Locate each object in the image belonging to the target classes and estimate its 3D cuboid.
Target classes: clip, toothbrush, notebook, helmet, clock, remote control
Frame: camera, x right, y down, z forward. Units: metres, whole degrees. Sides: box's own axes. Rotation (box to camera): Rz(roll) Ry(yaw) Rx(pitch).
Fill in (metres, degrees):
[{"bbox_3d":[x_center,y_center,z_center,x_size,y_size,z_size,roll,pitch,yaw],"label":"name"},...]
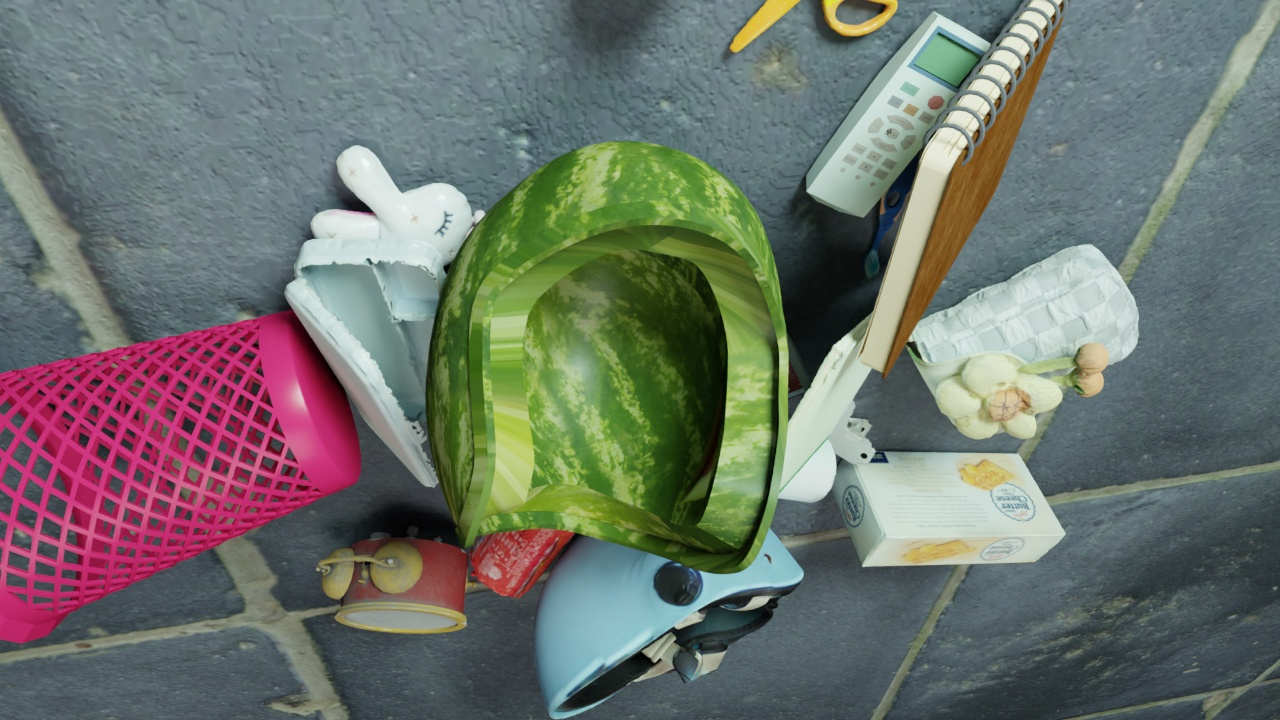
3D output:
[{"bbox_3d":[0.195,0.074,0.869,0.054,0.038,0.102,15,133,-12],"label":"clip"},{"bbox_3d":[0.182,-0.112,0.669,0.021,0.017,0.135,-1,137,-6],"label":"toothbrush"},{"bbox_3d":[0.139,0.031,0.671,0.251,0.010,0.182,-30,150,-57],"label":"notebook"},{"bbox_3d":[0.008,0.219,0.854,0.265,0.167,0.226,-24,154,-29],"label":"helmet"},{"bbox_3d":[-0.225,0.196,0.845,0.117,0.081,0.159,-11,151,22],"label":"clock"},{"bbox_3d":[0.198,-0.115,0.553,0.024,0.224,0.168,26,142,20],"label":"notebook"},{"bbox_3d":[-0.020,-0.004,0.566,0.213,0.247,0.243,9,177,-15],"label":"helmet"},{"bbox_3d":[0.165,-0.158,0.605,0.049,0.024,0.144,20,130,-20],"label":"remote control"}]

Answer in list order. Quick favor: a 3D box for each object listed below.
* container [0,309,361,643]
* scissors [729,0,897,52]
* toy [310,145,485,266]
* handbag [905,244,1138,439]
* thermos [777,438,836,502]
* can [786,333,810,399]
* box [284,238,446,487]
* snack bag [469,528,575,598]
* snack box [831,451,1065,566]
[{"bbox_3d":[-0.321,0.060,0.619,0.225,0.183,0.183,-19,139,-6],"label":"container"},{"bbox_3d":[0.100,-0.227,0.525,0.125,0.011,0.129,4,134,-21],"label":"scissors"},{"bbox_3d":[-0.142,-0.086,0.594,0.125,0.037,0.076,18,128,-30],"label":"toy"},{"bbox_3d":[0.317,-0.009,0.741,0.172,0.123,0.112,-30,121,16],"label":"handbag"},{"bbox_3d":[0.064,0.082,0.813,0.229,0.067,0.068,10,133,-25],"label":"thermos"},{"bbox_3d":[0.087,0.018,0.758,0.097,0.054,0.054,-25,137,12],"label":"can"},{"bbox_3d":[-0.178,0.022,0.627,0.108,0.109,0.217,2,147,4],"label":"box"},{"bbox_3d":[-0.096,0.147,0.829,0.082,0.082,0.177,12,133,-27],"label":"snack bag"},{"bbox_3d":[0.305,0.148,0.922,0.207,0.104,0.058,2,136,-18],"label":"snack box"}]
